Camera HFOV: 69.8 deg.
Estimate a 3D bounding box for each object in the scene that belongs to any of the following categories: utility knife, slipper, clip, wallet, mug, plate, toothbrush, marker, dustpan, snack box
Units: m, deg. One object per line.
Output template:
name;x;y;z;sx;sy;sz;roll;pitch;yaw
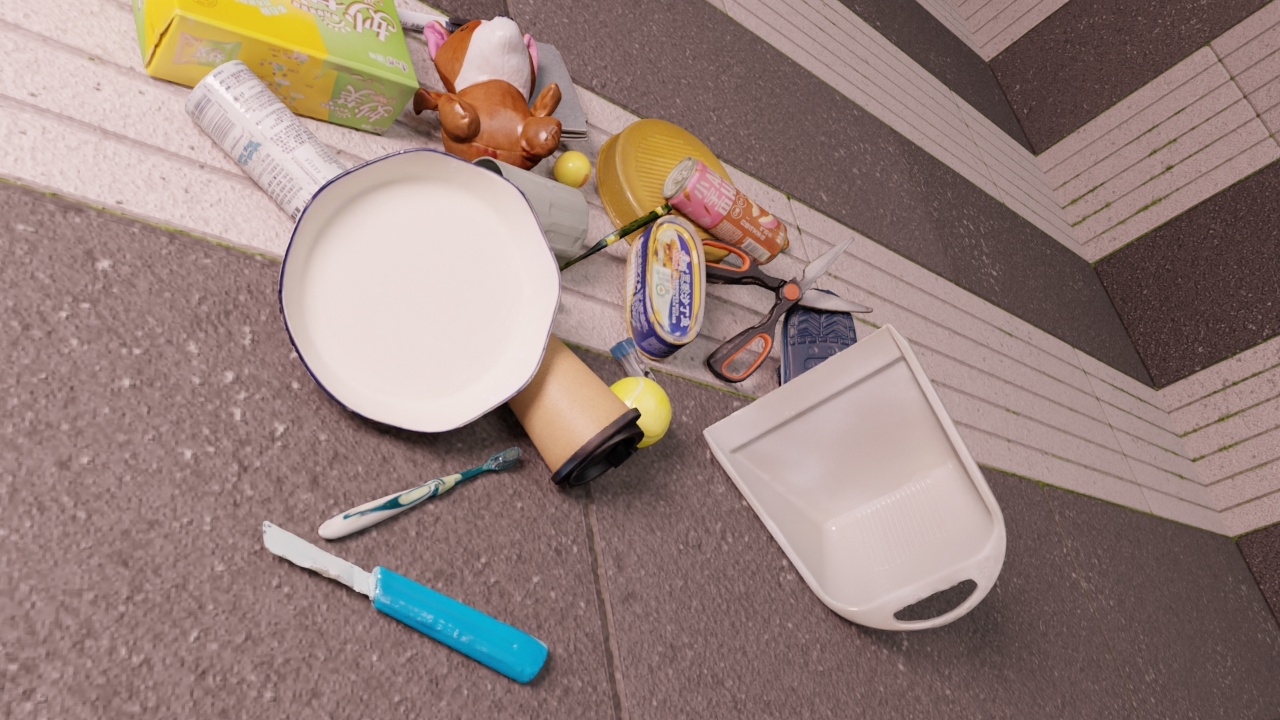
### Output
utility knife;-0.154;0.163;0.617;0.223;0.018;0.034;36;42;-26
slipper;0.206;0.044;1.059;0.095;0.105;0.252;88;-4;-77
clip;-0.005;0.005;0.906;0.058;0.026;0.036;57;43;-5
wallet;-0.117;-0.297;1.012;0.106;0.037;0.129;-2;62;-37
mug;-0.112;-0.115;0.847;0.103;0.084;0.124;8;83;-46
plate;-0.161;-0.051;0.682;0.204;0.046;0.205;-2;94;-28
toothbrush;-0.153;0.094;0.674;0.191;0.018;0.016;-19;77;-53
marker;-0.225;-0.350;0.945;0.130;0.023;0.018;-14;62;-53
dustpan;0.228;0.140;0.900;0.258;0.223;0.142;45;24;-30
snack box;-0.305;-0.292;0.768;0.209;0.070;0.157;4;59;-46
toothbrush;-0.029;-0.131;0.956;0.185;0.012;0.017;-34;81;-38

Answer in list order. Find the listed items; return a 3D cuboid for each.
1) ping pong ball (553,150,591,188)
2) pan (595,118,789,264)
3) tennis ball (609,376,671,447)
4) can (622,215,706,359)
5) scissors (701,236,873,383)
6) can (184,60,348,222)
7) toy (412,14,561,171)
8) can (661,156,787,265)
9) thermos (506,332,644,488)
ping pong ball;-0.073;-0.204;0.981;0.040;0.040;0.040;28;44;-31
pan;0.088;-0.184;1.142;0.356;0.078;0.197;2;65;-40
tennis ball;-0.005;0.047;0.837;0.065;0.066;0.065;28;44;-31
can;0.026;-0.077;0.953;0.074;0.049;0.148;14;65;-26
scissors;0.145;-0.068;1.025;0.221;0.022;0.232;30;82;-7
can;-0.274;-0.156;0.704;0.146;0.058;0.058;46;37;-11
toy;-0.147;-0.268;0.893;0.140;0.131;0.199;10;44;-22
can;0.097;-0.167;1.040;0.147;0.058;0.057;32;42;-24
thermos;-0.067;0.034;0.765;0.143;0.093;0.092;50;36;8
